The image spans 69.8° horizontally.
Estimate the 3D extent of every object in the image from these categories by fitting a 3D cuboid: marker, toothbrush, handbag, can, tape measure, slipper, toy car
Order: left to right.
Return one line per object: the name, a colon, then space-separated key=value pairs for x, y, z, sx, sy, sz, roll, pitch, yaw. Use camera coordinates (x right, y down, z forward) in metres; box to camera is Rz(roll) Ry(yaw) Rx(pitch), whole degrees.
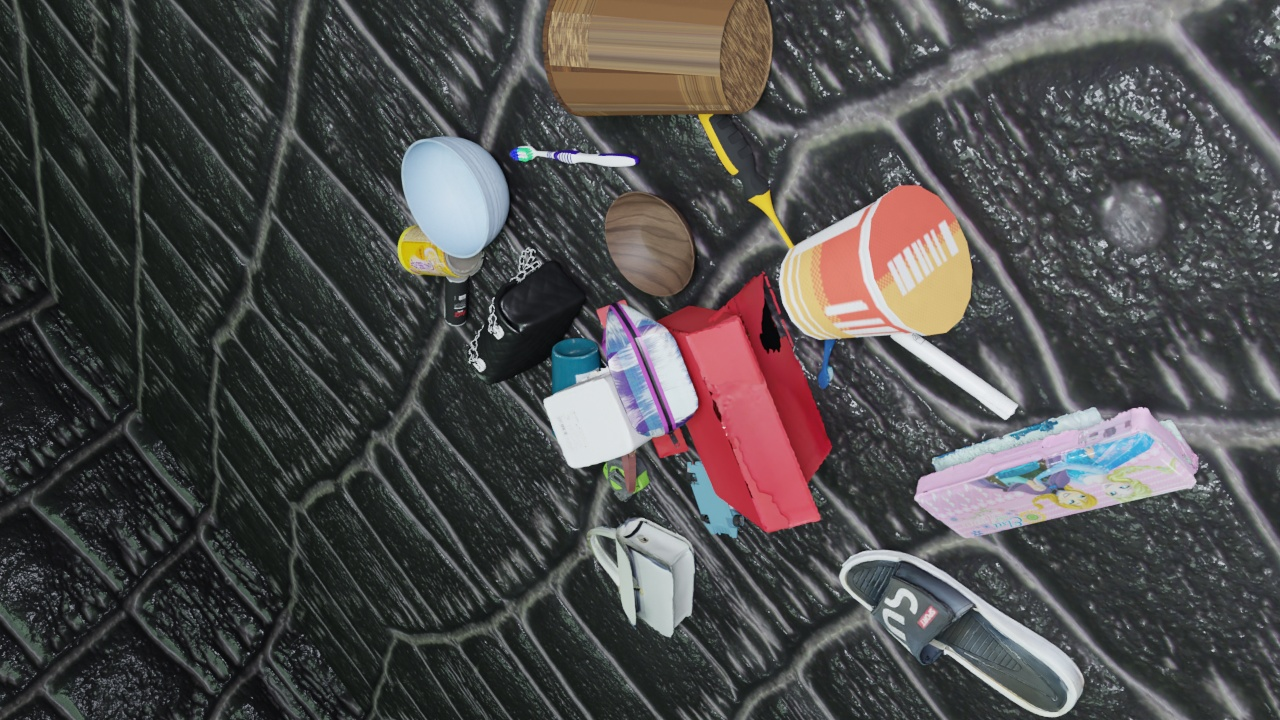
can: x=-0.266 y=-0.146 z=1.220 sx=0.105 sy=0.067 sz=0.068 roll=9 pitch=123 yaw=39
can: x=-0.257 y=-0.088 z=1.279 sx=0.031 sy=0.031 sz=0.081 roll=34 pitch=136 yaw=22
handbag: x=-0.160 y=-0.054 z=1.138 sx=0.114 sy=0.124 sz=0.154 roll=49 pitch=140 yaw=5
toothbrush: x=-0.076 y=-0.226 z=1.021 sx=0.187 sy=0.016 sz=0.015 roll=14 pitch=126 yaw=38
tape measure: x=-0.022 y=0.153 z=1.222 sx=0.058 sy=0.035 sz=0.066 roll=51 pitch=140 yaw=4
handbag: x=-0.016 y=0.114 z=1.167 sx=0.055 sy=0.029 sz=0.120 roll=-140 pitch=43 yaw=-66
handbag: x=-0.014 y=0.292 z=1.284 sx=0.176 sy=0.073 sz=0.151 roll=24 pitch=132 yaw=31
handbag: x=-0.006 y=0.005 z=0.923 sx=0.170 sy=0.068 sz=0.144 roll=-137 pitch=24 yaw=-72
toy car: x=0.094 y=0.164 z=1.125 sx=0.060 sy=0.027 sz=0.108 roll=0 pitch=117 yaw=44
toothbrush: x=0.111 y=-0.163 z=0.878 sx=0.197 sy=0.031 sz=0.031 roll=57 pitch=149 yaw=-10
slipper: x=0.326 y=0.291 z=0.969 sx=0.264 sy=0.062 sz=0.111 roll=30 pitch=135 yaw=22
marker: x=0.283 y=0.008 z=0.839 sx=0.133 sy=0.020 sz=0.017 roll=38 pitch=142 yaw=17

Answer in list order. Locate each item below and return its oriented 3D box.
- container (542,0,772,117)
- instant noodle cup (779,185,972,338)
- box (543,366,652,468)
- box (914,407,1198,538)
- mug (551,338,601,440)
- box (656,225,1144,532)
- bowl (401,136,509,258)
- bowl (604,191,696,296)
container: x=0.020 y=-0.277 z=0.814 sx=0.167 sy=0.131 sz=0.132 roll=15 pitch=127 yaw=30
instant noodle cup: x=0.196 y=-0.074 z=0.797 sx=0.121 sy=0.123 sz=0.123 roll=-14 pitch=107 yaw=56
box: x=-0.039 y=0.060 z=1.103 sx=0.108 sy=0.101 sz=0.102 roll=-20 pitch=92 yaw=34
box: x=0.361 y=0.096 z=0.817 sx=0.084 sy=0.063 sz=0.231 roll=36 pitch=143 yaw=-18
mug: x=-0.079 y=0.037 z=1.169 sx=0.078 sy=0.078 sz=0.121 roll=19 pitch=124 yaw=34
box: x=0.182 y=0.034 z=0.815 sx=0.427 sy=0.127 sz=0.213 roll=-10 pitch=108 yaw=45
bowl: x=-0.213 y=-0.208 z=1.120 sx=0.151 sy=0.074 sz=0.151 roll=24 pitch=131 yaw=30
bowl: x=0.018 y=-0.130 z=0.986 sx=0.119 sy=0.032 sz=0.119 roll=24 pitch=132 yaw=30
